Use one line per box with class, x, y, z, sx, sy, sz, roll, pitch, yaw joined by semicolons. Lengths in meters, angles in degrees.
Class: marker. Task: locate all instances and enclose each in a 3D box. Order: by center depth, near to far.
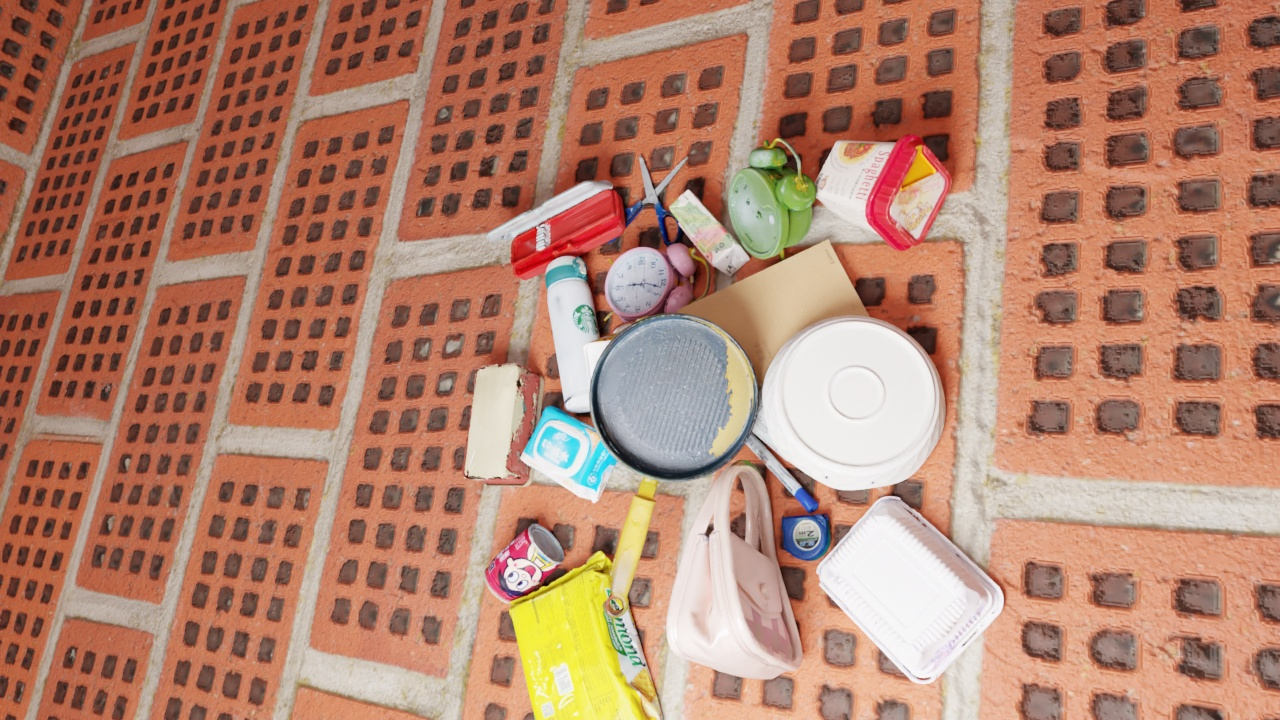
marker;0.163;0.128;1.116;0.017;0.017;0.146;-47;57;9

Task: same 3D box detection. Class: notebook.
notebook;0.165;-0.048;1.133;0.211;0.012;0.149;-25;58;8

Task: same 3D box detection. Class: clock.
clock;0.167;-0.203;1.151;0.056;0.162;0.116;-19;55;-22
clock;0.024;-0.101;1.248;0.159;0.059;0.117;-5;73;28

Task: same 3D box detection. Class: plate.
plate;0.242;0.043;1.038;0.205;0.045;0.204;-2;75;7

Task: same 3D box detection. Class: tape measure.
tape measure;0.194;0.205;1.067;0.058;0.025;0.054;-11;70;32

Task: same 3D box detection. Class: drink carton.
drink carton;0.091;-0.170;1.235;0.045;0.053;0.122;-43;57;12

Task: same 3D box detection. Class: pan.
pan;0.017;0.120;1.069;0.198;0.078;0.357;16;93;3

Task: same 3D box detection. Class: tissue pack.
tissue pack;-0.092;0.125;1.240;0.140;0.063;0.090;25;87;34

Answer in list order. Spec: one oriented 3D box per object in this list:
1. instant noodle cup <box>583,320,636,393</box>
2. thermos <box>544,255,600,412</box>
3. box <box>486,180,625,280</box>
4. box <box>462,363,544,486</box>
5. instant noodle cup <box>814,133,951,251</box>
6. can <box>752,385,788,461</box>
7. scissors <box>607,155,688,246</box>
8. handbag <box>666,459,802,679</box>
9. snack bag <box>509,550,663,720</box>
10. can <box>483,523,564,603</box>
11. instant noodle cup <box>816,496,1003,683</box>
instant noodle cup;-0.007;0.007;1.177;0.116;0.123;0.116;-6;92;29
thermos;-0.090;-0.042;1.292;0.073;0.073;0.224;-23;64;23
box;-0.130;-0.203;1.343;0.202;0.098;0.095;-22;59;28
box;-0.198;0.091;1.307;0.091;0.077;0.168;-4;72;30
instant noodle cup;0.285;-0.208;1.104;0.124;0.116;0.116;26;88;46
can;0.152;0.063;1.119;0.147;0.058;0.058;41;96;34
scissors;0.011;-0.225;1.326;0.163;0.012;0.173;-28;61;20
handbag;0.111;0.226;1.023;0.093;0.193;0.233;-10;59;26
snack bag;-0.076;0.383;1.144;0.158;0.068;0.246;-30;62;20
can;-0.157;0.273;1.228;0.094;0.066;0.066;-43;58;12
instant noodle cup;0.280;0.241;0.985;0.138;0.060;0.173;-50;58;7
